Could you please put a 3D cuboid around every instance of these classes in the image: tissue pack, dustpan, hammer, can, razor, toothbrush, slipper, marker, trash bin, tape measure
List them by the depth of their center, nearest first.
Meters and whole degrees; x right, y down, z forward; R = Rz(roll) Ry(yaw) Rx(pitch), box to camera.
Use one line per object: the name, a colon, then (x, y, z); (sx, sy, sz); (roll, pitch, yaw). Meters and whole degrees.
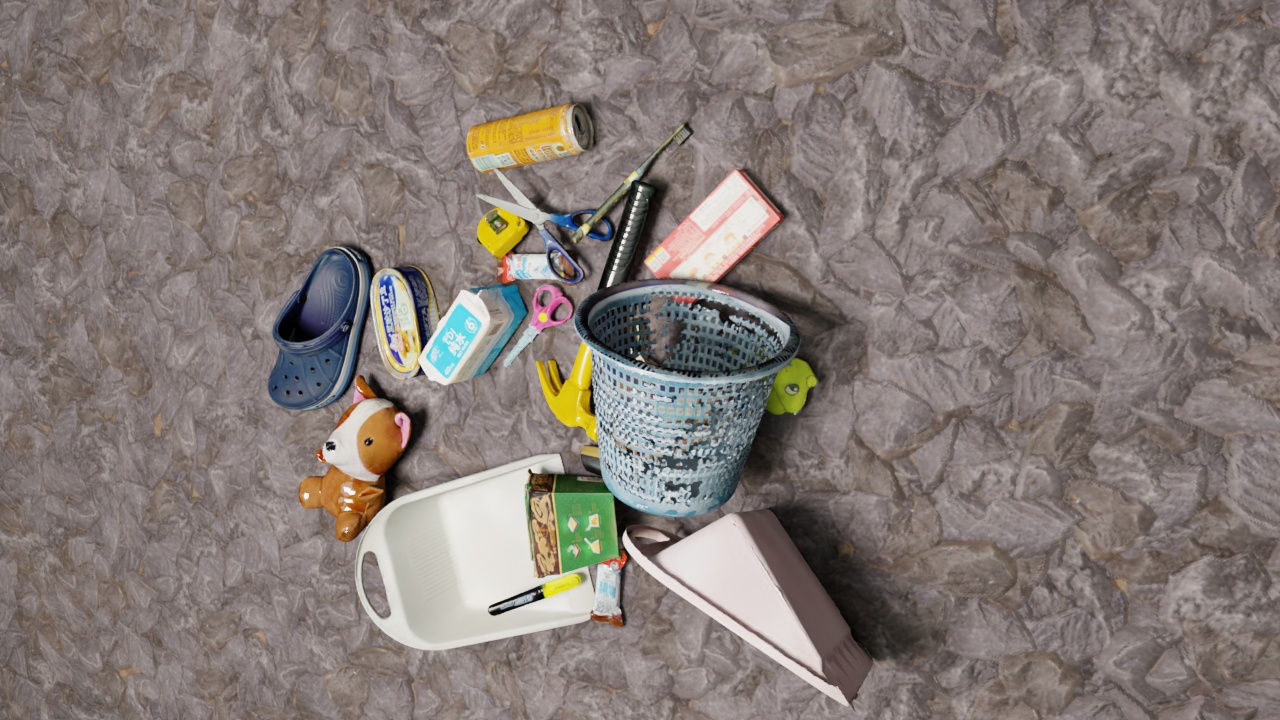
trash bin: (0.039, 0.045, 0.961); (0.227, 0.225, 0.195); (18, 121, 21)
dustpan: (0.110, 0.261, 0.977); (0.139, 0.222, 0.273); (-36, 70, 12)
toothbrush: (-0.012, -0.200, 1.050); (0.186, 0.012, 0.017); (-43, 91, 16)
hammer: (-0.043, -0.062, 1.069); (0.129, 0.032, 0.301); (32, 110, 37)
can: (-0.132, -0.262, 1.083); (0.146, 0.058, 0.058); (-5, 96, 25)
razor: (0.002, 0.127, 1.094); (0.168, 0.062, 0.067); (10, 72, 29)
tape measure: (-0.172, -0.160, 1.122); (0.060, 0.029, 0.057); (-44, 61, -3)
tissue pack: (-0.209, -0.035, 1.138); (0.063, 0.089, 0.140); (43, 113, 12)
marker: (-0.133, 0.295, 1.155); (0.124, 0.015, 0.018); (-20, 90, 0)
dustpan: (-0.218, 0.257, 1.163); (0.258, 0.142, 0.222); (-13, 93, 27)
can: (-0.307, -0.050, 1.203); (0.075, 0.049, 0.148); (-6, 96, 26)
slipper: (-0.441, -0.035, 1.244); (0.105, 0.095, 0.253); (33, 107, 19)

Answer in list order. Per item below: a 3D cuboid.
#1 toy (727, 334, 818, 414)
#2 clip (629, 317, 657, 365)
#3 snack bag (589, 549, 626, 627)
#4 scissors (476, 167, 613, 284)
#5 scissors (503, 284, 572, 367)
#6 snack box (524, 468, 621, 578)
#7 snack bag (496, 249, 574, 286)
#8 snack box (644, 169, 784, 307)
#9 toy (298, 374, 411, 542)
toy: (0.142, 0.019, 1.018); (0.097, 0.031, 0.100); (-33, 80, 29)
clip: (-0.011, 0.009, 1.085); (0.094, 0.035, 0.102); (-36, 78, 24)
snack bag: (-0.040, 0.283, 1.146); (0.045, 0.026, 0.105); (8, 103, 14)
scissors: (-0.108, -0.168, 1.089); (0.155, 0.012, 0.166); (-19, 93, 7)
scissors: (-0.135, -0.038, 1.145); (0.054, 0.017, 0.134); (40, 117, -3)
snack box: (-0.081, 0.189, 1.102); (0.105, 0.118, 0.117); (-6, 97, -4)
snack bag: (-0.129, -0.115, 1.123); (0.104, 0.026, 0.048); (7, 106, 24)
snack box: (0.081, -0.134, 1.024); (0.153, 0.025, 0.075); (-44, 81, 24)
toy: (-0.382, 0.132, 1.234); (0.140, 0.130, 0.200); (34, 101, 23)
